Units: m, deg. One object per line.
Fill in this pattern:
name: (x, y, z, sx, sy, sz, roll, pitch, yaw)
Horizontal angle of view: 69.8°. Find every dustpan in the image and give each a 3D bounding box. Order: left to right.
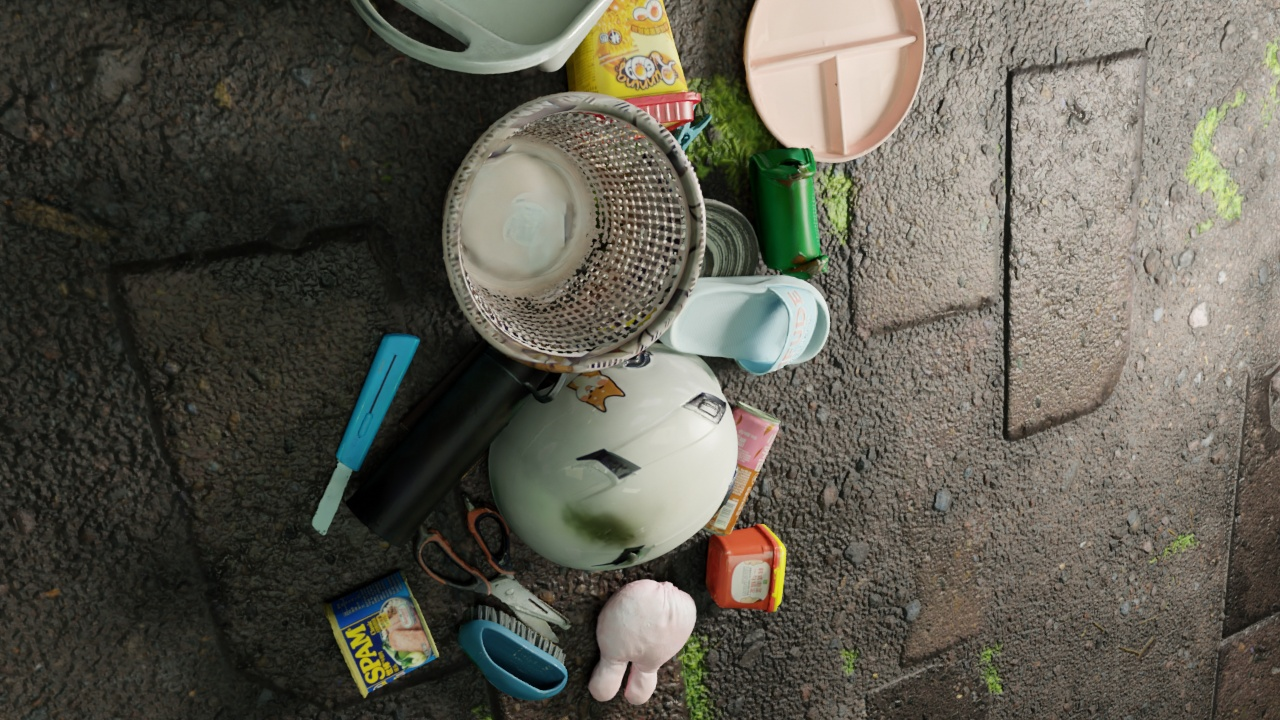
dustpan: (-0.110, -0.349, 0.739, 0.222, 0.142, 0.258, 32, 97, 1)

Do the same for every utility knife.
utility knife: (-0.271, 0.071, 0.889, 0.034, 0.018, 0.216, 22, 96, -28)

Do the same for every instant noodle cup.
instant noodle cup: (-0.017, -0.275, 0.862, 0.116, 0.116, 0.123, -13, 97, -21)

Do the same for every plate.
plate: (0.038, -0.095, 0.957, 0.179, 0.024, 0.180, -14, 133, -15)
plate: (0.208, -0.331, 0.990, 0.229, 0.028, 0.230, -6, 107, -22)

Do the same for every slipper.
slipper: (0.123, -0.035, 0.976, 0.245, 0.074, 0.104, 3, 121, -40)

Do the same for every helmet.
helmet: (-0.009, 0.111, 0.924, 0.273, 0.157, 0.230, -18, 117, -15)

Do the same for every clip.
clip: (0.049, -0.240, 0.951, 0.038, 0.013, 0.055, 35, 87, -27)

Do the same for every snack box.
snack box: (0.122, 0.246, 1.083, 0.080, 0.082, 0.091, 0, 103, -15)

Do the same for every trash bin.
trash bin: (-0.083, -0.120, 0.820, 0.227, 0.192, 0.228, -6, 106, -23)

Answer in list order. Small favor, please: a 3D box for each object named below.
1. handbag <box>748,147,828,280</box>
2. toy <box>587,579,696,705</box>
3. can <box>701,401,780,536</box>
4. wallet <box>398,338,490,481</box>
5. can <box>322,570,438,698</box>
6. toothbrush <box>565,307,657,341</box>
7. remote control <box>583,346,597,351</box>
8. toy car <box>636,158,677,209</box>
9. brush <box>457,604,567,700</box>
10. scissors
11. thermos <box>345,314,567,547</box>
handbag: (0.161, -0.154, 0.962, 0.068, 0.120, 0.131, -10, 111, -1)
toy: (-0.002, 0.325, 1.061, 0.121, 0.054, 0.159, 18, 101, -26)
can: (0.106, 0.124, 1.051, 0.058, 0.058, 0.147, 22, 94, -28)
wallet: (-0.169, 0.051, 0.929, 0.122, 0.020, 0.096, -46, 121, -8)
can: (-0.261, 0.274, 0.927, 0.083, 0.057, 0.102, -23, 113, -20)
toothbrush: (-0.027, -0.031, 0.951, 0.190, 0.016, 0.016, -18, 136, -11)
remote control: (-0.006, 0.006, 0.987, 0.136, 0.024, 0.053, 4, 108, -24)
toy car: (0.016, -0.163, 0.944, 0.042, 0.035, 0.090, -13, 111, -22)
brush: (-0.136, 0.322, 0.984, 0.055, 0.073, 0.144, -39, 118, 19)
scissors: (-0.146, 0.229, 0.989, 0.202, 0.015, 0.204, 3, 102, -25)
thermos: (-0.166, 0.069, 0.872, 0.242, 0.090, 0.068, -49, 143, -7)
